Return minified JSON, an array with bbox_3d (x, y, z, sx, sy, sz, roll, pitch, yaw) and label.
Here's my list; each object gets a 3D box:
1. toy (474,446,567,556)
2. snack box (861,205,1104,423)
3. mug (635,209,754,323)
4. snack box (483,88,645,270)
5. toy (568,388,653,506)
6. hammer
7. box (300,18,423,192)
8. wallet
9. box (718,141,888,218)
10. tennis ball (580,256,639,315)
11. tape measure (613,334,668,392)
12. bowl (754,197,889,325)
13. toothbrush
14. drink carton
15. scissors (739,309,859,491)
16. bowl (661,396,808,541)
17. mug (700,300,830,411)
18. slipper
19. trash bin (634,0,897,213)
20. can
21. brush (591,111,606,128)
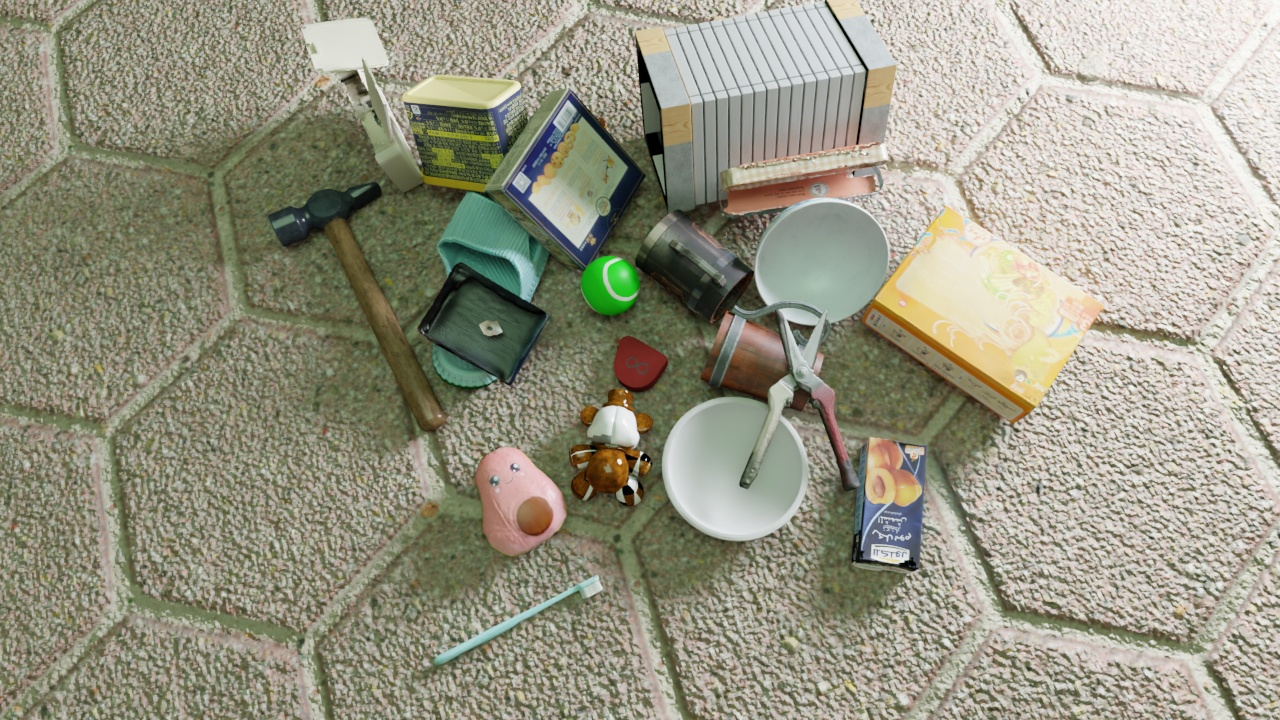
[{"bbox_3d":[-0.130,0.141,0.941,0.090,0.051,0.110,-32,72,-11],"label":"toy"},{"bbox_3d":[0.362,-0.048,0.985,0.195,0.081,0.145,36,75,12],"label":"snack box"},{"bbox_3d":[0.057,-0.104,0.995,0.107,0.115,0.080,40,92,13],"label":"mug"},{"bbox_3d":[-0.080,-0.198,1.021,0.043,0.145,0.144,10,64,48],"label":"snack box"},{"bbox_3d":[-0.029,0.088,0.957,0.087,0.067,0.112,7,61,4],"label":"toy"},{"bbox_3d":[-0.296,-0.061,1.029,0.129,0.040,0.321,-27,73,-13],"label":"hammer"},{"bbox_3d":[-0.292,-0.290,1.028,0.080,0.180,0.143,-28,78,-2],"label":"box"},{"bbox_3d":[-0.166,-0.038,0.974,0.115,0.026,0.089,30,87,0],"label":"wallet"},{"bbox_3d":[0.177,-0.195,0.993,0.187,0.056,0.067,-11,109,-5],"label":"box"},{"bbox_3d":[-0.033,-0.083,1.013,0.065,0.065,0.065,0,70,1],"label":"tennis ball"},{"bbox_3d":[-0.006,0.006,1.006,0.059,0.019,0.051,31,75,19],"label":"tape measure"},{"bbox_3d":[0.191,-0.119,1.006,0.144,0.144,0.074,-4,30,-1],"label":"bowl"},{"bbox_3d":[-0.121,0.261,0.917,0.180,0.016,0.016,-24,80,-8],"label":"toothbrush"},{"bbox_3d":[0.255,0.149,0.937,0.064,0.040,0.129,8,70,5],"label":"drink carton"},{"bbox_3d":[0.157,0.054,0.923,0.179,0.015,0.198,-37,88,-4],"label":"scissors"},{"bbox_3d":[0.096,0.115,0.950,0.149,0.043,0.149,1,71,-2],"label":"bowl"},{"bbox_3d":[0.135,-0.012,0.968,0.111,0.081,0.117,21,107,5],"label":"mug"},{"bbox_3d":[-0.168,-0.102,1.024,0.116,0.070,0.275,11,71,1],"label":"slipper"},{"bbox_3d":[0.133,-0.287,1.023,0.247,0.143,0.142,-11,52,-3],"label":"trash bin"},{"bbox_3d":[-0.190,-0.256,1.032,0.135,0.104,0.075,13,43,26],"label":"can"},{"bbox_3d":[-0.090,-0.253,1.088,0.048,0.017,0.126,29,60,11],"label":"brush"}]
